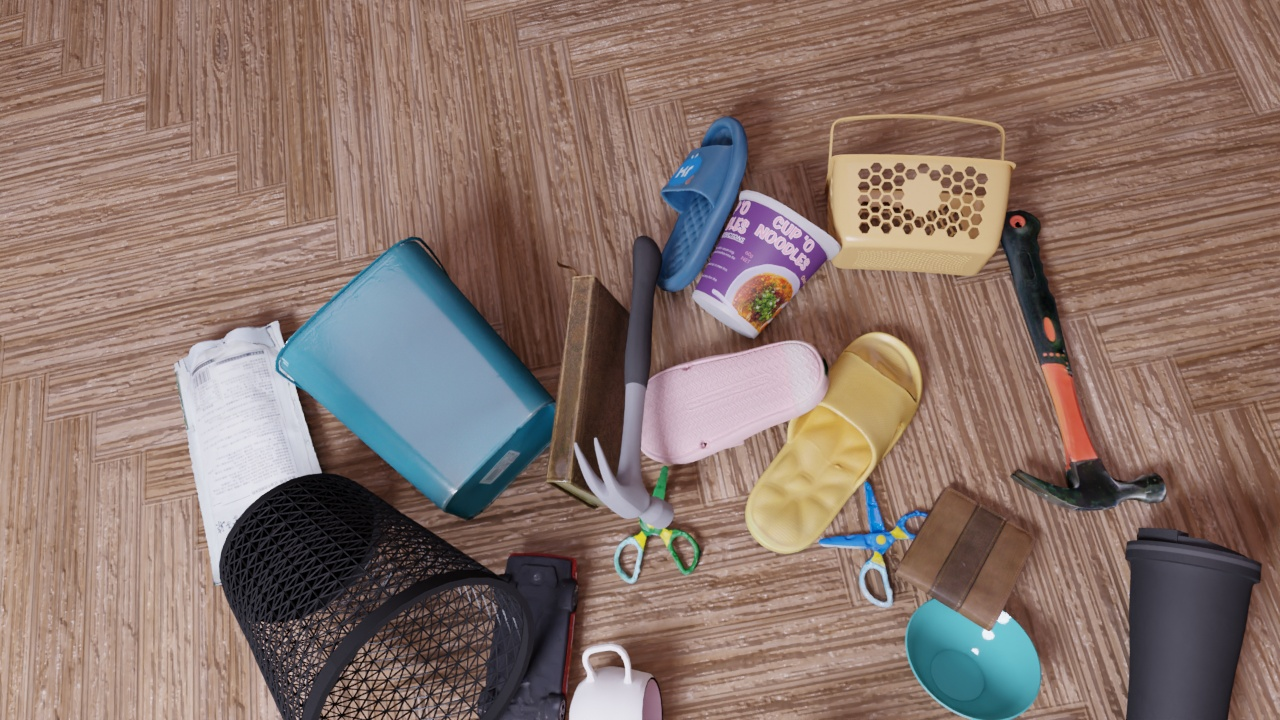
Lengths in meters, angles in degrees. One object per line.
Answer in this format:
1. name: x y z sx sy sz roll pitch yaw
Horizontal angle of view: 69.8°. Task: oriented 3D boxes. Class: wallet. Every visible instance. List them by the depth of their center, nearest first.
1. wallet: 0.313 0.187 0.880 0.099 0.027 0.120 30 54 19

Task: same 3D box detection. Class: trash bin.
1. trash bin: -0.259 0.231 0.845 0.243 0.217 0.216 29 76 39
2. trash bin: -0.209 0.031 0.943 0.218 0.199 0.196 43 82 12

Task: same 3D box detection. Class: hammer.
1. hammer: -0.005 0.005 0.923 0.030 0.125 0.310 -16 56 34
2. hammer: 0.426 -0.008 0.952 0.133 0.033 0.332 -8 69 6

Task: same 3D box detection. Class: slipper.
1. slipper: 0.200 0.078 0.926 0.099 0.078 0.263 35 78 14
2. slipper: 0.089 0.045 0.940 0.222 0.055 0.106 -20 60 24
3. slipper: 0.062 -0.178 1.018 0.059 0.104 0.213 25 78 -27

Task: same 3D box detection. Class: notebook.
1. notebook: -0.052 0.028 0.919 0.034 0.190 0.215 0 71 19

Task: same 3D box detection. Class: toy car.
1. toy car: -0.108 0.286 0.905 0.081 0.056 0.189 3 72 8

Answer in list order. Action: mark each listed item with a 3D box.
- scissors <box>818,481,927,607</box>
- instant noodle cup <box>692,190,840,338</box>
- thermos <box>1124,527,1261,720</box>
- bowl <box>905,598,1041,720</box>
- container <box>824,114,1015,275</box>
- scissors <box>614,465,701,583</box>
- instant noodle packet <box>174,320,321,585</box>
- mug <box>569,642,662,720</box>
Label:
1. scissors: 0.242 0.184 0.919 0.125 0.013 0.129 -2 69 6
2. instant noodle cup: 0.127 -0.093 0.976 0.122 0.122 0.137 -55 41 -2
3. thermos: 0.480 0.267 0.815 0.106 0.106 0.218 11 78 11
4. bowl: 0.300 0.282 0.848 0.121 0.046 0.121 2 48 -2
5. container: 0.291 -0.185 0.977 0.183 0.129 0.167 5 81 9
6. scissors: 0.004 0.172 0.944 0.117 0.012 0.129 -33 82 0
7. instant noodle packet: -0.432 0.098 1.024 0.147 0.057 0.269 -21 75 2
8. mug: -0.028 0.318 0.855 0.076 0.090 0.124 -6 106 16
